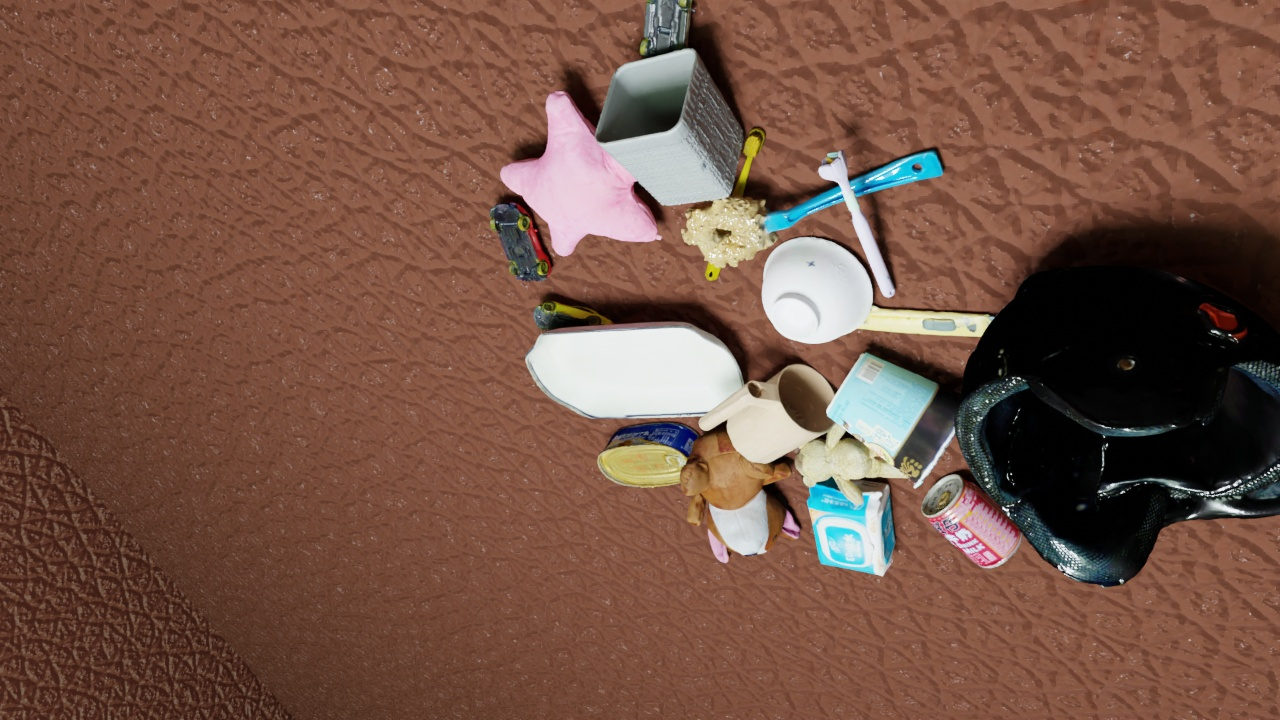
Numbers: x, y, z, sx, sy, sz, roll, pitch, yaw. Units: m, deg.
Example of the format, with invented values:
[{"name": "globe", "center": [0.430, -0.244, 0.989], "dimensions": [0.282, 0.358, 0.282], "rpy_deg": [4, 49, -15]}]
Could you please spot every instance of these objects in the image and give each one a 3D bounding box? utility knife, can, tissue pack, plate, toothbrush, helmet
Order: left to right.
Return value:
[{"name": "plate", "center": [-0.006, 0.006, 1.095], "dimensions": [0.266, 0.034, 0.162], "rpy_deg": [-4, 138, 24]}, {"name": "can", "center": [0.013, 0.125, 1.214], "dimensions": [0.148, 0.049, 0.074], "rpy_deg": [-11, 123, 38]}, {"name": "toothbrush", "center": [0.092, -0.151, 0.926], "dimensions": [0.016, 0.016, 0.191], "rpy_deg": [24, 138, 8]}, {"name": "tissue pack", "center": [0.258, 0.201, 1.124], "dimensions": [0.090, 0.063, 0.140], "rpy_deg": [6, 132, 28]}, {"name": "toothbrush", "center": [0.206, -0.119, 0.850], "dimensions": [0.189, 0.029, 0.021], "rpy_deg": [52, 180, -43]}, {"name": "utility knife", "center": [0.300, -0.039, 0.909], "dimensions": [0.207, 0.021, 0.031], "rpy_deg": [2, 129, 25]}, {"name": "can", "center": [0.370, 0.179, 1.029], "dimensions": [0.094, 0.066, 0.067], "rpy_deg": [40, 138, -8]}, {"name": "helmet", "center": [0.403, 0.036, 0.754], "dimensions": [0.275, 0.229, 0.234], "rpy_deg": [3, 141, 17]}]

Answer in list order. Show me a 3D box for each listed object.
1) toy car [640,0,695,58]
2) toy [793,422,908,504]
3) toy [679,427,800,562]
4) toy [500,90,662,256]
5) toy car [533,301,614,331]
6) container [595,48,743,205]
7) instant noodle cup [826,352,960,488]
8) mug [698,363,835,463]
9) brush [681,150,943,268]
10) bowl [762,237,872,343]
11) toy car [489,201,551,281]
[{"name": "toy car", "center": [0.025, -0.300, 0.811], "dimensions": [0.042, 0.035, 0.091], "rpy_deg": [18, 137, 15]}, {"name": "toy", "center": [0.252, 0.110, 1.048], "dimensions": [0.158, 0.066, 0.105], "rpy_deg": [-8, 102, 31]}, {"name": "toy", "center": [0.127, 0.181, 1.152], "dimensions": [0.140, 0.130, 0.200], "rpy_deg": [-12, 133, 9]}, {"name": "toy", "center": [-0.056, -0.173, 0.957], "dimensions": [0.178, 0.074, 0.195], "rpy_deg": [37, 142, -8]}, {"name": "toy car", "center": [-0.080, -0.047, 1.118], "dimensions": [0.105, 0.032, 0.048], "rpy_deg": [16, 143, 12]}, {"name": "container", "center": [0.033, -0.205, 0.837], "dimensions": [0.090, 0.090, 0.114], "rpy_deg": [0, 155, 34]}, {"name": "instant noodle cup", "center": [0.264, 0.055, 0.957], "dimensions": [0.120, 0.111, 0.111], "rpy_deg": [31, 139, 14]}, {"name": "mug", "center": [0.141, 0.061, 1.031], "dimensions": [0.124, 0.084, 0.104], "rpy_deg": [9, 150, -28]}, {"name": "brush", "center": [0.156, -0.147, 0.868], "dimensions": [0.255, 0.045, 0.083], "rpy_deg": [-15, 124, 29]}, {"name": "bowl", "center": [0.167, -0.057, 0.925], "dimensions": [0.118, 0.064, 0.118], "rpy_deg": [20, 135, 22]}, {"name": "toy car", "center": [-0.139, -0.139, 1.071], "dimensions": [0.049, 0.031, 0.106], "rpy_deg": [1, 131, 30]}]
